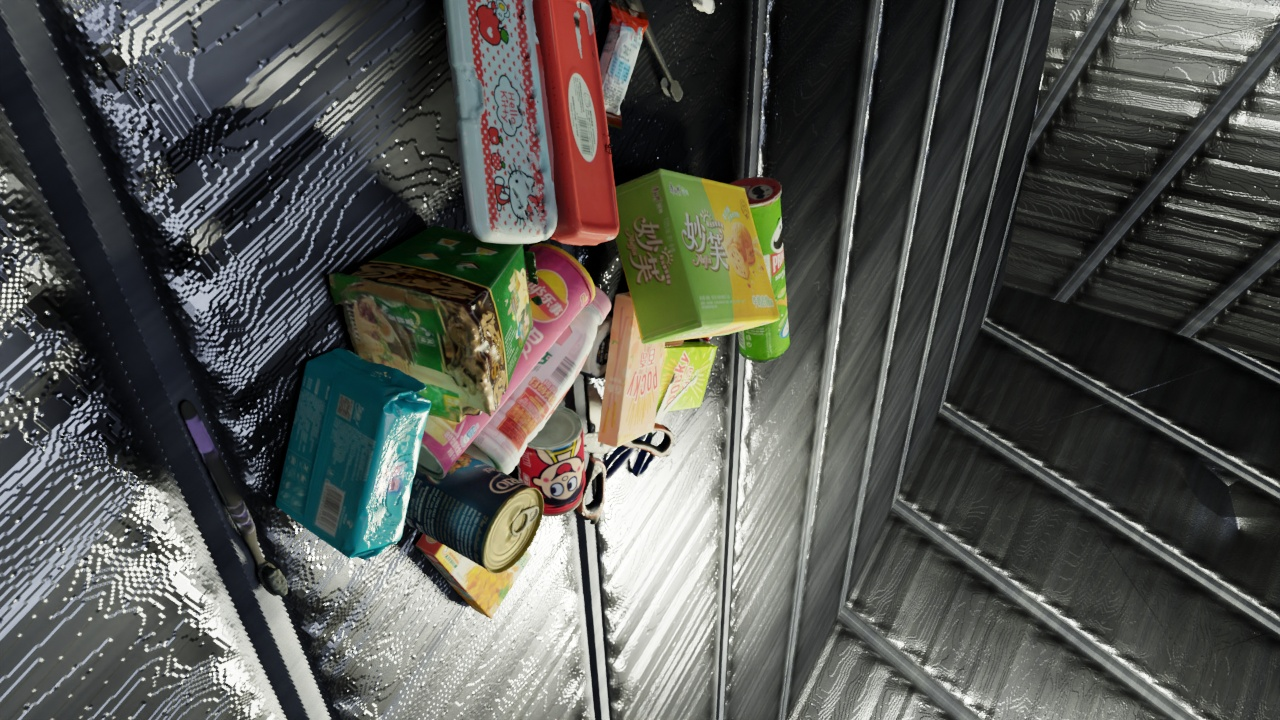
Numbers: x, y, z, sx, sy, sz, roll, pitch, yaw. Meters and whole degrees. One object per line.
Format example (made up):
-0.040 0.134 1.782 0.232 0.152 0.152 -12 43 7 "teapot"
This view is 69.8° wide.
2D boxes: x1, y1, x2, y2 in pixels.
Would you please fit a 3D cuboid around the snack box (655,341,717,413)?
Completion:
0.042 0.020 1.134 0.156 0.026 0.086 -2 110 -61 "snack box"

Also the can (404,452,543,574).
-0.146 0.118 0.757 0.075 0.111 0.075 -44 146 -41 "can"

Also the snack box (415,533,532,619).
-0.156 0.183 0.879 0.076 0.027 0.156 -57 151 -25 "snack box"

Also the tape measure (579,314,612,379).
-0.047 -0.016 0.933 0.066 0.034 0.066 -3 109 -64 "tape measure"

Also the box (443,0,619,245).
-0.077 -0.186 0.676 0.157 0.039 0.201 -10 94 -60 "box"

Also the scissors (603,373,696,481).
0.009 0.088 1.100 0.162 0.012 0.175 -37 153 -28 "scissors"

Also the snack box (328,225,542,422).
-0.141 -0.035 0.676 0.105 0.117 0.118 -60 157 -45 "snack box"

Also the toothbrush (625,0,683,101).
0.005 -0.303 0.845 0.015 0.018 0.181 -50 148 -8 "toothbrush"

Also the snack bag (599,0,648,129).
-0.022 -0.261 0.809 0.048 0.026 0.104 6 105 -39 "snack bag"

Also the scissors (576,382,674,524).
-0.033 0.099 1.024 0.188 0.015 0.226 -26 138 -31 "scissors"

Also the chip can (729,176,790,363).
0.148 -0.110 1.159 0.072 0.072 0.236 -46 139 -38 "chip can"

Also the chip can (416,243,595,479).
-0.124 -0.004 0.755 0.210 0.071 0.071 -53 149 -29 "chip can"

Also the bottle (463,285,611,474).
-0.094 0.010 0.829 0.196 0.068 0.068 -56 151 -27 "bottle"

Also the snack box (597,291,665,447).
-0.006 0.006 0.952 0.084 0.026 0.157 -19 119 -61 "snack box"

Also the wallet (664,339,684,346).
0.024 -0.066 1.036 0.124 0.032 0.101 -6 111 -61 "wallet"

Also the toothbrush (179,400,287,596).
-0.271 0.100 0.618 0.014 0.017 0.189 -45 143 -39 "toothbrush"

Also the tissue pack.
-0.199 0.063 0.639 0.050 0.093 0.133 -2 111 -57 "tissue pack"

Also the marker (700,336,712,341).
0.115 -0.090 1.201 0.145 0.017 0.017 -63 153 -12 "marker"

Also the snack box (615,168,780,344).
0.060 -0.104 0.950 0.209 0.070 0.157 -8 83 -60 "snack box"

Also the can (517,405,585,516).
-0.088 0.100 0.902 0.066 0.066 0.094 -41 143 -43 "can"

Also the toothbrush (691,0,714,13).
0.026 -0.364 0.842 0.180 0.016 0.016 15 93 -61 "toothbrush"
